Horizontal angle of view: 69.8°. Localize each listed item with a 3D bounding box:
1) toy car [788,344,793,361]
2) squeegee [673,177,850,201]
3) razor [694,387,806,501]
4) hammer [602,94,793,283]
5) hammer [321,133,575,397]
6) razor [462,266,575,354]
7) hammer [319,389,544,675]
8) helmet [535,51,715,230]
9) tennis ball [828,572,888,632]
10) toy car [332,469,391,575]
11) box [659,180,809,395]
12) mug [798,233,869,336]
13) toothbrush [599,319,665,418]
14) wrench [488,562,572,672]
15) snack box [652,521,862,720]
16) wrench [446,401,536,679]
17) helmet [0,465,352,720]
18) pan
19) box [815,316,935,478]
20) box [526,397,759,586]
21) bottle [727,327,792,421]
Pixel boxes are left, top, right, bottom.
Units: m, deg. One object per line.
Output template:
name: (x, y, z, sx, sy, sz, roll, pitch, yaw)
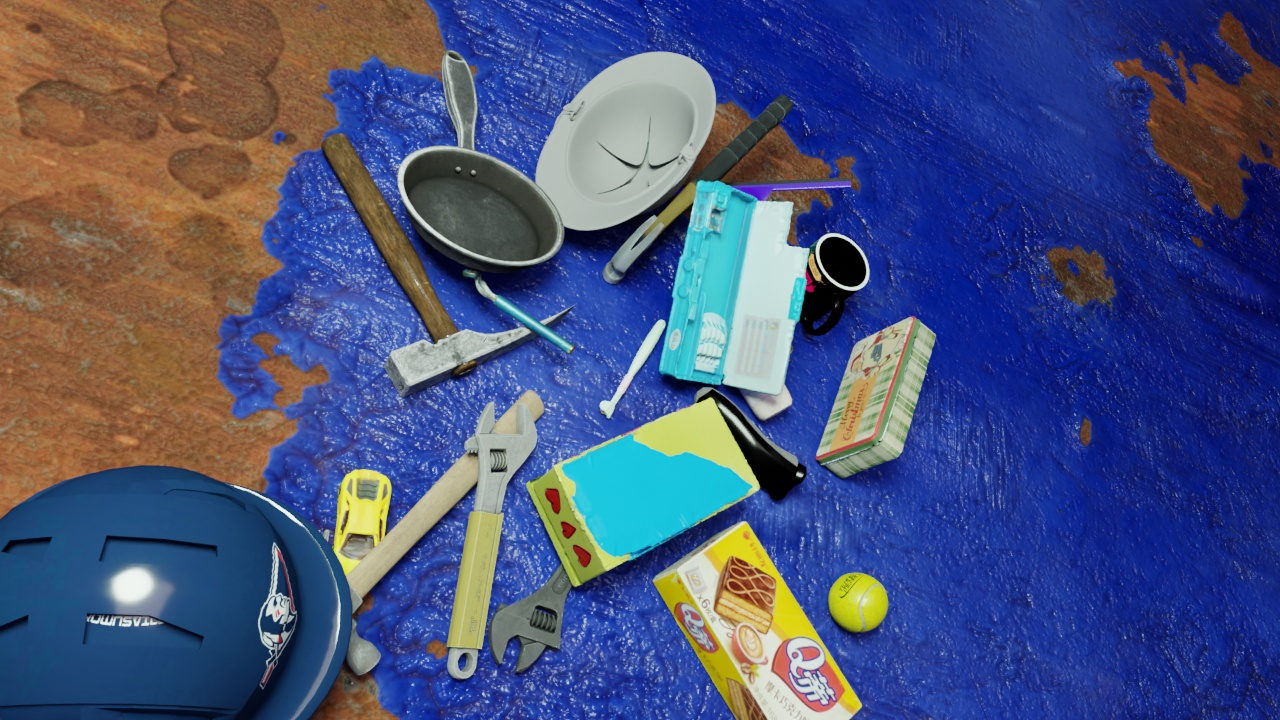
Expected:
toy car: (0.155, -0.046, 1.129, 0.047, 0.047, 0.112, -21, 119, -19)
squeegee: (0.138, -0.134, 1.157, 0.250, 0.055, 0.185, 0, 94, 11)
razor: (0.122, 0.093, 1.074, 0.156, 0.057, 0.060, 42, 24, -5)
hammer: (0.080, -0.221, 1.118, 0.025, 0.118, 0.332, 45, 66, -2)
hammer: (-0.230, -0.129, 1.002, 0.217, 0.037, 0.300, -26, 80, -34)
razor: (-0.130, -0.052, 0.982, 0.144, 0.022, 0.042, 39, 18, -10)
hammer: (-0.191, 0.135, 0.883, 0.330, 0.031, 0.119, -47, 116, -40)
helmet: (-0.009, -0.242, 1.127, 0.183, 0.118, 0.270, 26, 73, 20)
tennis ball: (0.247, 0.274, 1.041, 0.065, 0.066, 0.065, 11, 63, -23)
toy car: (-0.261, 0.155, 0.857, 0.049, 0.030, 0.106, 10, 65, -24)
box: (0.114, -0.080, 1.041, 0.097, 0.121, 0.227, 9, 93, -50)
mug: (0.233, -0.089, 1.184, 0.081, 0.098, 0.117, 12, 62, -22)
toothbrush: (-0.006, 0.006, 1.067, 0.022, 0.015, 0.154, 57, 48, -31)
wrench: (-0.064, 0.201, 0.945, 0.073, 0.018, 0.272, 41, 54, -5)
snack box: (0.123, 0.298, 0.969, 0.109, 0.062, 0.230, -27, 81, -34)
wrench: (-0.150, 0.168, 0.894, 0.083, 0.018, 0.273, 25, 64, -43)
helmet: (-0.351, 0.190, 0.678, 0.272, 0.224, 0.231, 13, 62, -28)
pan: (-0.194, -0.230, 1.040, 0.187, 0.055, 0.356, 7, 46, -32)
box: (0.294, 0.043, 1.145, 0.049, 0.118, 0.205, 35, 58, -12)
box: (0.005, 0.134, 0.963, 0.220, 0.081, 0.124, -23, 79, -34)
bottle: (0.129, 0.002, 1.117, 0.051, 0.051, 0.146, -24, 79, -34)
